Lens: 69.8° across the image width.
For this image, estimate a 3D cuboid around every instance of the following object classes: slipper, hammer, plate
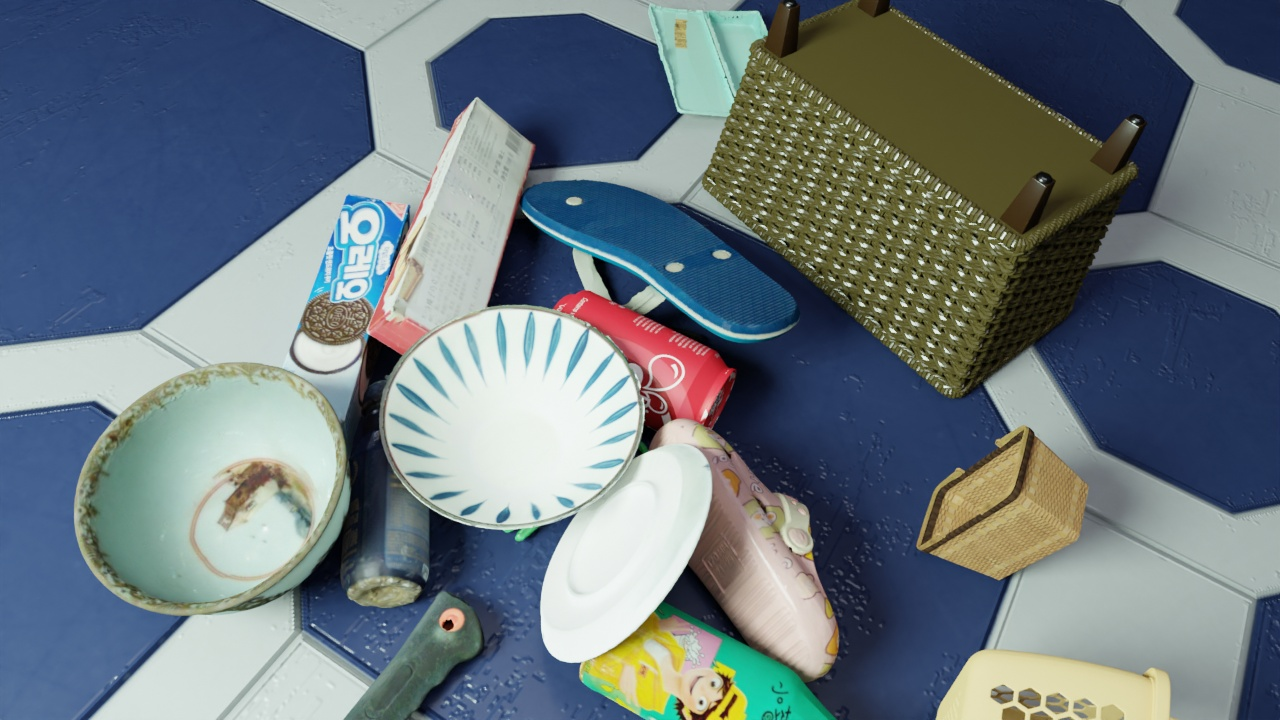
[{"bbox_3d":[0.080,0.117,0.622,0.081,0.093,0.197,-16,56,-31],"label":"slipper"},{"bbox_3d":[0.011,-0.080,0.776,0.118,0.060,0.295,-26,46,-32],"label":"slipper"},{"bbox_3d":[-0.199,0.266,0.509,0.133,0.033,0.332,29,54,16],"label":"hammer"},{"bbox_3d":[-0.015,0.115,0.578,0.014,0.157,0.156,40,50,-20],"label":"plate"}]

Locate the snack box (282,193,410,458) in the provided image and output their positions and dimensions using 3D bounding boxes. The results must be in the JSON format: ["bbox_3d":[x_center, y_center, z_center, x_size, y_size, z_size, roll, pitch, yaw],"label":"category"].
[{"bbox_3d":[-0.229,-0.032,0.717,0.059,0.059,0.225,8,51,-5],"label":"snack box"}]

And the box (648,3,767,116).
[{"bbox_3d":[0.086,-0.323,0.995,0.136,0.033,0.186,-3,53,-9],"label":"box"}]

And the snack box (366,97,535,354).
[{"bbox_3d":[-0.149,-0.109,0.763,0.076,0.044,0.272,36,42,-29],"label":"snack box"}]

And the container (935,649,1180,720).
[{"bbox_3d":[0.243,0.269,0.494,0.167,0.129,0.182,14,52,13],"label":"container"}]

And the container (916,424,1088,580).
[{"bbox_3d":[0.253,0.105,0.639,0.061,0.114,0.063,31,54,1],"label":"container"}]

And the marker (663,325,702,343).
[{"bbox_3d":[-0.015,-0.027,0.764,0.134,0.015,0.018,7,39,-1],"label":"marker"}]

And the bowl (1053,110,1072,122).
[{"bbox_3d":[0.378,-0.214,0.910,0.132,0.064,0.131,3,43,-3],"label":"bowl"}]

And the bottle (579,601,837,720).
[{"bbox_3d":[0.068,0.213,0.554,0.210,0.068,0.067,25,54,13],"label":"bottle"}]

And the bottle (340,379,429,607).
[{"bbox_3d":[-0.174,0.087,0.631,0.056,0.056,0.160,-3,53,-9],"label":"bottle"}]

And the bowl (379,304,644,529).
[{"bbox_3d":[-0.088,0.050,0.646,0.177,0.071,0.177,2,55,-4],"label":"bowl"}]

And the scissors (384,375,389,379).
[{"bbox_3d":[-0.136,-0.002,0.735,0.133,0.015,0.103,20,56,14],"label":"scissors"}]

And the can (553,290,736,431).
[{"bbox_3d":[-0.004,0.004,0.703,0.142,0.075,0.074,26,54,14],"label":"can"}]

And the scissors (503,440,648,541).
[{"bbox_3d":[-0.054,0.086,0.675,0.130,0.014,0.070,-31,59,-27],"label":"scissors"}]

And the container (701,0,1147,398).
[{"bbox_3d":[0.232,-0.168,0.781,0.176,0.205,0.321,-30,61,-26],"label":"container"}]

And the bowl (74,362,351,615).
[{"bbox_3d":[-0.256,0.092,0.588,0.160,0.094,0.159,0,62,0],"label":"bowl"}]
